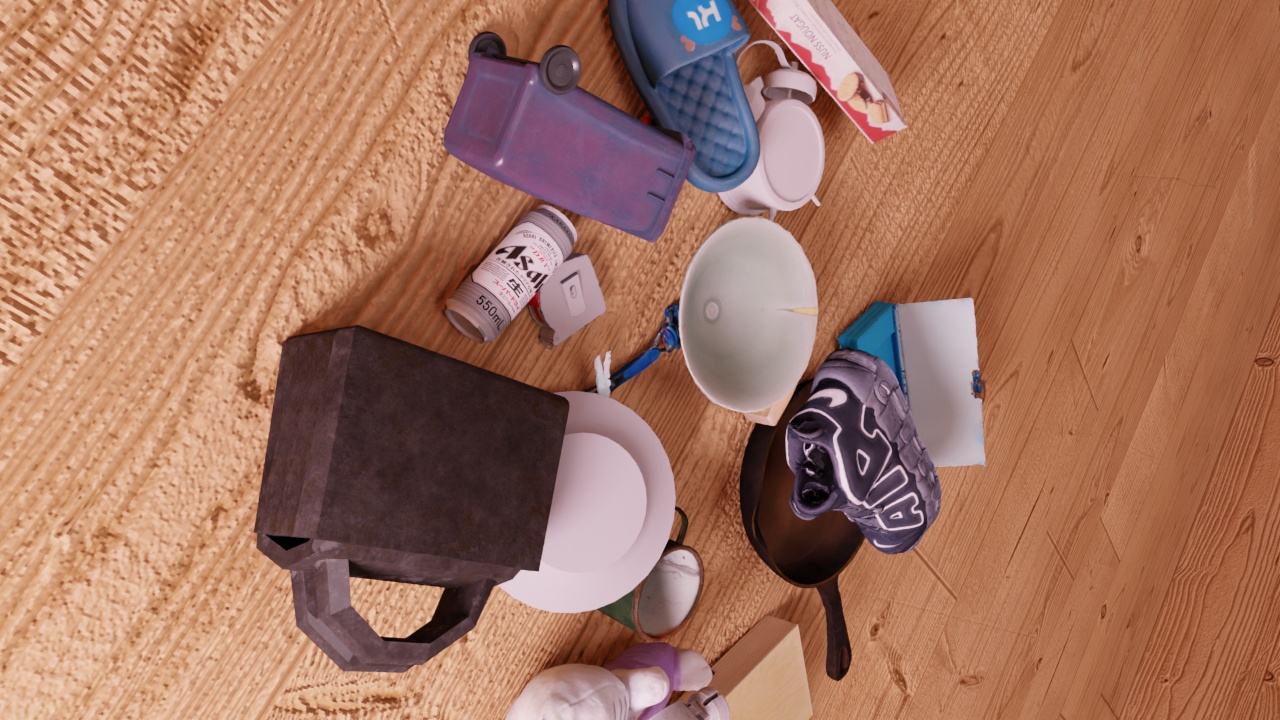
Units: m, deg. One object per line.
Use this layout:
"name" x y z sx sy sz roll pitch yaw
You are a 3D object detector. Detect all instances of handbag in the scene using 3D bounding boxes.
"handbag" -0.152 0.102 0.603 0.197 0.102 0.199 24 68 -46

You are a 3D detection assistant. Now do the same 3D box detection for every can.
"can" -0.092 -0.062 0.660 0.106 0.044 0.044 -52 132 -22

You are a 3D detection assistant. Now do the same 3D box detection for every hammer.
"hammer" -0.018 0.426 0.816 0.126 0.036 0.316 -12 130 -43

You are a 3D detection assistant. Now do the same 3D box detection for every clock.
"clock" 0.111 -0.203 0.821 0.119 0.061 0.159 -31 118 -35

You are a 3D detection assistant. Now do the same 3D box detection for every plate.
"plate" -0.049 0.110 0.714 0.172 0.019 0.172 2 85 -21

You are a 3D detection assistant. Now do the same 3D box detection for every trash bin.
"trash bin" -0.044 -0.153 0.648 0.160 0.094 0.092 16 99 -45

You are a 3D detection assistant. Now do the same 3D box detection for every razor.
"razor" -0.005 0.005 0.788 0.140 0.018 0.044 -40 128 -31

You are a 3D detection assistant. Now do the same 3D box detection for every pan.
"pan" 0.191 0.187 1.000 0.248 0.043 0.356 -22 111 -41

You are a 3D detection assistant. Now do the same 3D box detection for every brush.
"brush" 0.132 0.004 0.908 0.039 0.049 0.117 27 83 -24

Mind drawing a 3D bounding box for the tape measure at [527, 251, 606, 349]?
"tape measure" -0.058 -0.050 0.715 0.060 0.020 0.062 -38 126 -32

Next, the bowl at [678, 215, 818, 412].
"bowl" 0.080 -0.041 0.822 0.173 0.068 0.174 -4 97 -40

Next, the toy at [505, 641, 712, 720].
"toy" -0.034 0.298 0.785 0.209 0.085 0.138 3 132 -53

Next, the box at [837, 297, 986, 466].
"box" 0.315 0.043 1.090 0.166 0.075 0.244 -20 120 -8

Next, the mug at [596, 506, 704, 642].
"mug" 0.003 0.176 0.799 0.085 0.081 0.111 27 82 -46

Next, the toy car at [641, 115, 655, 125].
"toy car" 0.007 -0.151 0.749 0.038 0.025 0.089 0 100 -44

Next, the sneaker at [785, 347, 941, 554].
"sneaker" 0.212 0.127 0.921 0.150 0.097 0.253 -39 120 -28

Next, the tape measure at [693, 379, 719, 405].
"tape measure" 0.082 0.008 0.879 0.064 0.017 0.065 42 71 -43

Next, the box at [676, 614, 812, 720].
"box" 0.092 0.442 0.982 0.246 0.076 0.257 -28 126 -42

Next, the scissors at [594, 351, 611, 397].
"scissors" -0.027 0.043 0.767 0.073 0.016 0.134 -24 127 -37

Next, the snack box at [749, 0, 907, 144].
"snack box" 0.159 -0.294 0.826 0.272 0.044 0.076 26 47 -47

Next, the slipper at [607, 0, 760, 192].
"slipper" 0.040 -0.235 0.713 0.103 0.059 0.214 -25 106 -22
